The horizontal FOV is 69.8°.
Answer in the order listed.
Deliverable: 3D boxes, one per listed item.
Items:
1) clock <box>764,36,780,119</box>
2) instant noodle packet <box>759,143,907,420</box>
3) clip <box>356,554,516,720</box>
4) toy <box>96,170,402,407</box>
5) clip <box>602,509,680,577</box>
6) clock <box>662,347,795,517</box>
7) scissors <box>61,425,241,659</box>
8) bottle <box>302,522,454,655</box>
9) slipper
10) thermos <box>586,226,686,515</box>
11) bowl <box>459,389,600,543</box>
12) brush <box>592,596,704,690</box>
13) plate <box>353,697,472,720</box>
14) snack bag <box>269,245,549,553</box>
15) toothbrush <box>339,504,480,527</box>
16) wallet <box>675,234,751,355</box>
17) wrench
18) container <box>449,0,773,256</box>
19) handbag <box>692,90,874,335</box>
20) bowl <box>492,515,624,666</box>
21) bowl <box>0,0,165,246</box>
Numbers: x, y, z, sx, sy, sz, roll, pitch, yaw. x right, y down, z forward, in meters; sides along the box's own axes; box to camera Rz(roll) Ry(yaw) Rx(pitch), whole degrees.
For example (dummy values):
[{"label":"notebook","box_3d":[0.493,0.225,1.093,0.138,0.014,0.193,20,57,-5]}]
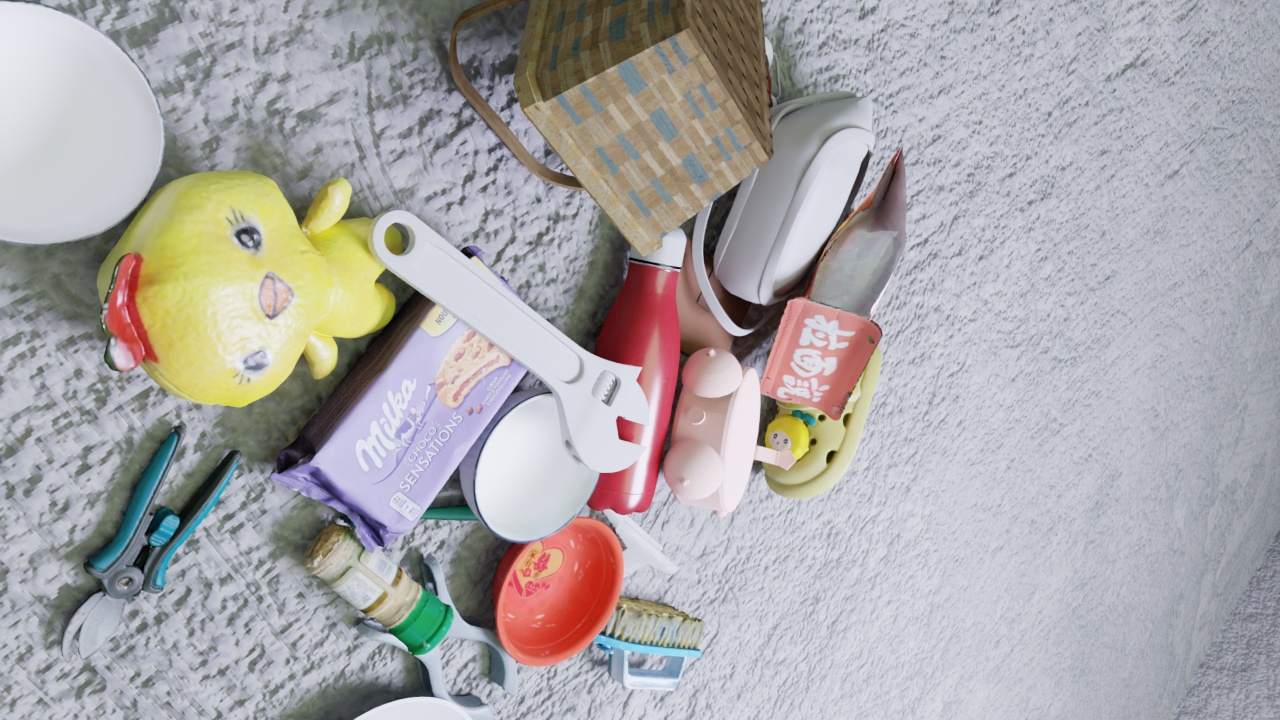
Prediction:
[{"label":"clock","box_3d":[0.075,-0.227,0.773,0.124,0.044,0.087,-28,121,-33]},{"label":"instant noodle packet","box_3d":[0.194,-0.080,0.865,0.165,0.084,0.220,95,17,-58]},{"label":"clip","box_3d":[-0.142,0.218,0.733,0.106,0.028,0.163,-50,131,-21]},{"label":"toy","box_3d":[-0.221,-0.044,0.539,0.207,0.092,0.134,-11,112,-51]},{"label":"clip","box_3d":[-0.010,0.171,0.841,0.102,0.054,0.057,48,36,-39]},{"label":"clock","box_3d":[0.078,0.068,0.815,0.160,0.086,0.131,37,62,-61]},{"label":"scissors","box_3d":[-0.297,0.109,0.562,0.149,0.019,0.131,-21,116,-37]},{"label":"bottle","box_3d":[-0.184,0.161,0.645,0.111,0.043,0.043,46,71,-21]},{"label":"slipper","box_3d":[0.178,0.046,0.927,0.081,0.092,0.190,38,74,-40]},{"label":"thermos","box_3d":[-0.005,0.005,0.756,0.073,0.073,0.240,4,100,-43]},{"label":"bowl","box_3d":[-0.093,0.074,0.706,0.117,0.062,0.118,-15,113,-39]},{"label":"brush","box_3d":[-0.005,0.263,0.850,0.135,0.055,0.075,23,82,-43]},{"label":"plate","box_3d":[-0.205,0.331,0.704,0.173,0.036,0.174,-15,113,-39]},{"label":"snack bag","box_3d":[-0.154,0.023,0.635,0.205,0.058,0.096,-54,129,-17]},{"label":"toothbrush","box_3d":[-0.141,0.118,0.709,0.189,0.017,0.016,8,81,-45]},{"label":"wallet","box_3d":[0.053,-0.050,0.832,0.121,0.013,0.087,33,81,-44]},{"label":"wrench","box_3d":[-0.083,-0.005,0.639,0.273,0.018,0.086,38,72,-37]},{"label":"container","box_3d":[-0.024,-0.196,0.617,0.157,0.187,0.249,47,34,-40]},{"label":"handbag","box_3d":[0.147,-0.140,0.839,0.222,0.095,0.216,-26,142,-54]},{"label":"bowl","box_3d":[-0.077,0.186,0.767,0.130,0.045,0.131,-14,113,-39]},{"label":"bowl","box_3d":[-0.304,-0.116,0.452,0.113,0.063,0.113,-14,112,-39]}]
